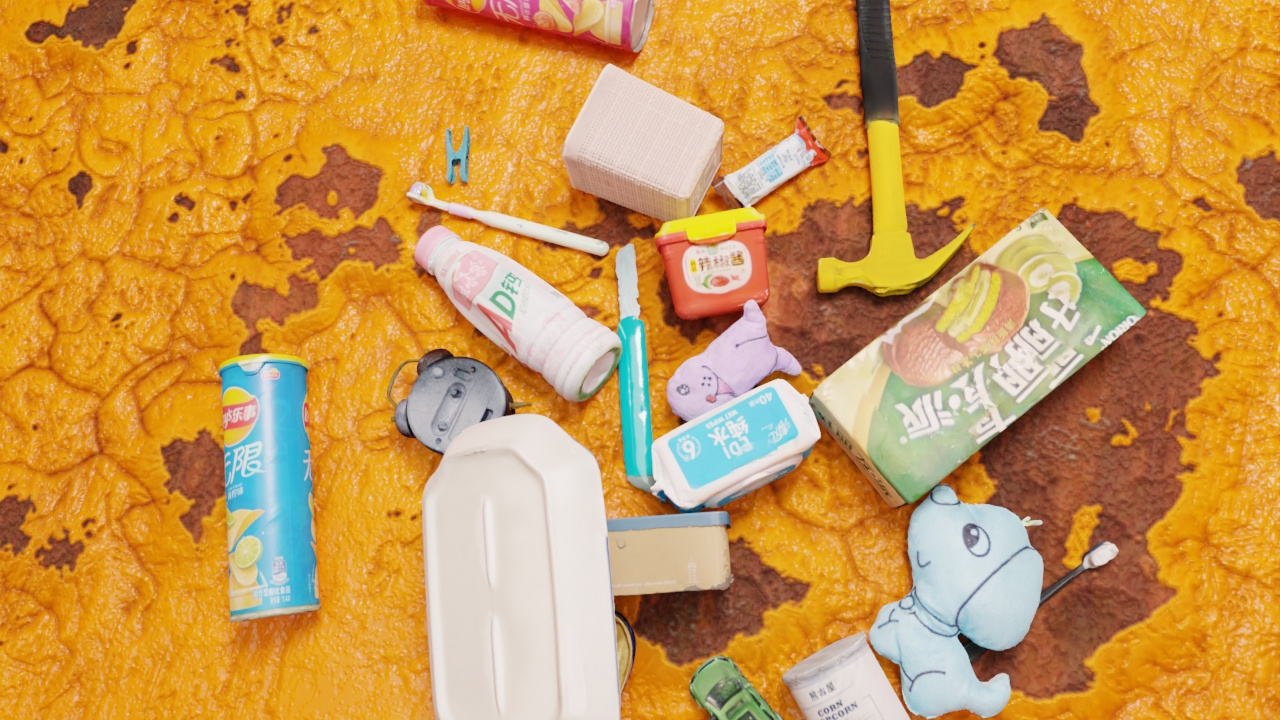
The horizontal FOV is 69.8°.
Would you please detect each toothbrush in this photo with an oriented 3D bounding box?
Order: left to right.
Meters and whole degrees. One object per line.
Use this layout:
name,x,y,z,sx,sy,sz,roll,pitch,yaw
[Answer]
toothbrush,-0.117,-0.124,0.814,0.189,0.029,0.020,18,122,9
toothbrush,0.290,0.194,0.700,0.181,0.018,0.015,-36,80,-1

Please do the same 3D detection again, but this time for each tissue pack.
tissue pack,0.072,0.072,0.713,0.140,0.090,0.063,-27,75,-1

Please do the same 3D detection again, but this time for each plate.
plate,-0.097,0.169,0.652,0.162,0.034,0.265,-11,78,27

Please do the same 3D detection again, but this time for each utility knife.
utility knife,-0.005,0.005,0.775,0.029,0.013,0.215,-5,79,6

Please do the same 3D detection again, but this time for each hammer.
hammer,0.208,-0.201,0.787,0.129,0.033,0.300,-2,78,5

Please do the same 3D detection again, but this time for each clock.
clock,-0.157,0.036,0.764,0.122,0.055,0.082,22,81,12

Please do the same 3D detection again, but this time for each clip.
clip,-0.166,-0.187,0.836,0.042,0.014,0.056,-5,78,6

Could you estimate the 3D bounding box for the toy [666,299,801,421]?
toy,0.071,0.011,0.745,0.108,0.039,0.084,-40,118,5

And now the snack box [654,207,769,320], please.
snack box,0.062,-0.077,0.756,0.091,0.082,0.080,-10,90,4

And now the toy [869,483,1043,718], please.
toy,0.242,0.177,0.689,0.156,0.050,0.161,-30,71,1

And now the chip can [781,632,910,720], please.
chip can,0.185,0.310,0.657,0.071,0.071,0.214,-28,77,-1

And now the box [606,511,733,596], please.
box,-0.008,0.151,0.705,0.184,0.090,0.061,-7,77,4

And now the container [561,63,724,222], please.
container,0.006,-0.176,0.777,0.111,0.090,0.089,26,81,8

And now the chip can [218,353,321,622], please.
chip can,-0.306,0.104,0.757,0.071,0.071,0.210,-9,77,4

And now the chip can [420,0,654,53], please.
chip can,-0.095,-0.337,0.832,0.210,0.071,0.071,17,80,9

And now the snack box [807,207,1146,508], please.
snack box,0.258,-0.001,0.721,0.240,0.063,0.114,-38,77,-3

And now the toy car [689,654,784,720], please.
toy car,0.077,0.268,0.698,0.043,0.036,0.091,-43,73,-3

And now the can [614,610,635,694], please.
can,-0.056,0.259,0.706,0.074,0.049,0.148,27,82,11

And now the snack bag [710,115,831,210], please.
snack bag,0.114,-0.165,0.792,0.104,0.026,0.048,-38,96,-2

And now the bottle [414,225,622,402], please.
bottle,-0.108,-0.046,0.773,0.197,0.068,0.068,37,84,16
